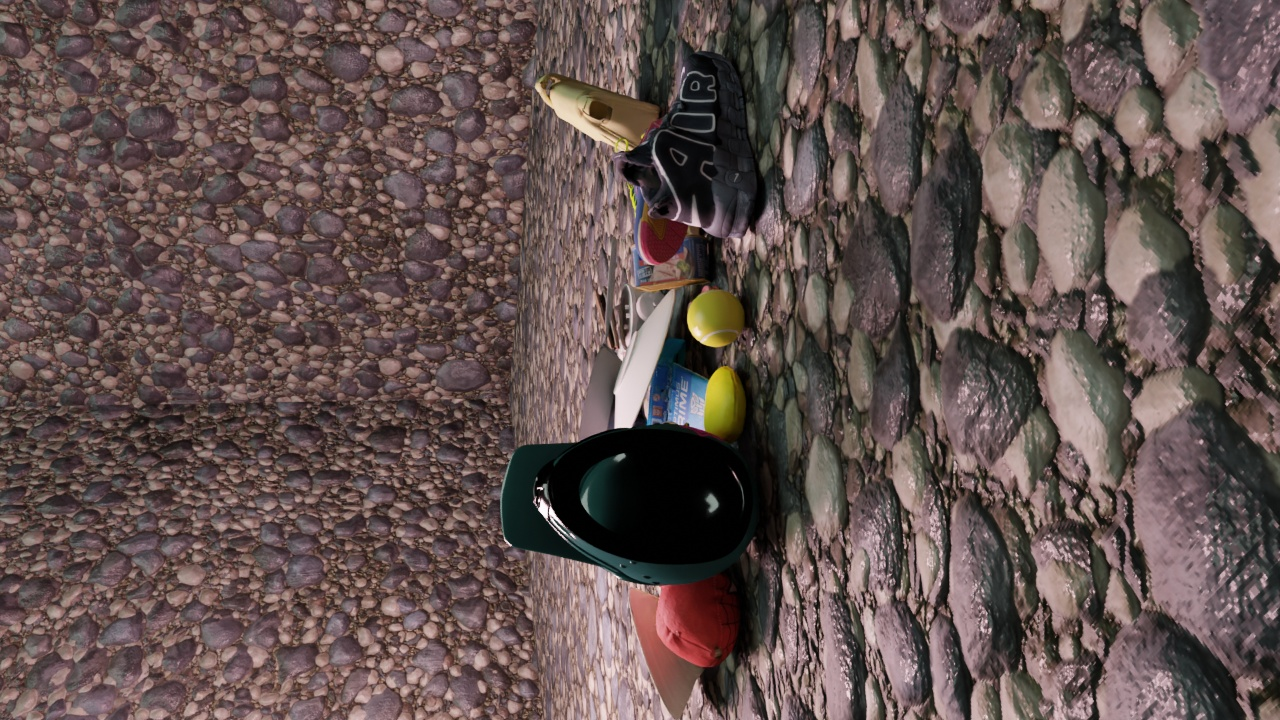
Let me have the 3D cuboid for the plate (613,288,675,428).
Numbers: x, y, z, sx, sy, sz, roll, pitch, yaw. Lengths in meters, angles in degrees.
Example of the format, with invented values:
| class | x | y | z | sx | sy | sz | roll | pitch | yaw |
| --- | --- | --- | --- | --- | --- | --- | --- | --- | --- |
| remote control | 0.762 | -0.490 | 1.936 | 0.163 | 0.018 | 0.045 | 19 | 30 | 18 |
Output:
| class | x | y | z | sx | sy | sz | roll | pitch | yaw |
| --- | --- | --- | --- | --- | --- | --- | --- | --- | --- |
| plate | -0.007 | 0.007 | 1.234 | 0.229 | 0.030 | 0.229 | -163 | 92 | -85 |

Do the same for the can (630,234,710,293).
| class | x | y | z | sx | sy | sz | roll | pitch | yaw |
| --- | --- | --- | --- | --- | --- | --- | --- | --- | --- |
| can | 0.039 | -0.123 | 1.176 | 0.054 | 0.100 | 0.059 | 7 | -102 | -64 |

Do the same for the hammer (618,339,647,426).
| class | x | y | z | sx | sy | sz | roll | pitch | yaw |
| --- | --- | --- | --- | --- | --- | --- | --- | --- | --- |
| hammer | -0.013 | 0.049 | 1.439 | 0.325 | 0.036 | 0.141 | -100 | 14 | -68 |

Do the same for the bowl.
| class | x | y | z | sx | sy | sz | roll | pitch | yaw |
| --- | --- | --- | --- | --- | --- | --- | --- | --- | --- |
| bowl | 0.042 | 0.371 | 1.196 | 0.176 | 0.058 | 0.176 | -20 | -92 | -88 |

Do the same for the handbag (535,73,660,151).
| class | x | y | z | sx | sy | sz | roll | pitch | yaw |
| --- | --- | --- | --- | --- | --- | --- | --- | --- | --- |
| handbag | -0.058 | -0.380 | 1.431 | 0.233 | 0.190 | 0.089 | 42 | 115 | 56 |

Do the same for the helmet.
| class | x | y | z | sx | sy | sz | roll | pitch | yaw |
| --- | --- | --- | --- | --- | --- | --- | --- | --- | --- |
| helmet | -0.012 | 0.155 | 1.011 | 0.200 | 0.274 | 0.176 | 133 | 143 | -73 |

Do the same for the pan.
| class | x | y | z | sx | sy | sz | roll | pitch | yaw |
| --- | --- | --- | --- | --- | --- | --- | --- | --- | --- |
| pan | -0.049 | -0.001 | 1.341 | 0.200 | 0.051 | 0.356 | -11 | -68 | -86 |

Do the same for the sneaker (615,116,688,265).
| class | x | y | z | sx | sy | sz | roll | pitch | yaw |
| --- | --- | --- | --- | --- | --- | --- | --- | --- | --- |
| sneaker | 0.017 | -0.209 | 1.148 | 0.116 | 0.091 | 0.241 | 50 | -138 | -39 |

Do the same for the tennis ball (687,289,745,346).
| class | x | y | z | sx | sy | sz | roll | pitch | yaw |
| --- | --- | --- | --- | --- | --- | --- | --- | --- | --- |
| tennis ball | 0.086 | -0.048 | 1.042 | 0.065 | 0.065 | 0.065 | 179 | 91 | -77 |

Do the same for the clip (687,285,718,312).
| class | x | y | z | sx | sy | sz | roll | pitch | yaw |
| --- | --- | --- | --- | --- | --- | --- | --- | --- | --- |
| clip | 0.085 | -0.073 | 1.156 | 0.060 | 0.044 | 0.023 | -31 | 58 | 41 |

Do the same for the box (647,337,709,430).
| class | x | y | z | sx | sy | sz | roll | pitch | yaw |
| --- | --- | --- | --- | --- | --- | --- | --- | --- | --- |
| box | 0.039 | 0.109 | 1.248 | 0.170 | 0.070 | 0.244 | -122 | 33 | -65 |

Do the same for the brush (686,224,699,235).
| class | x | y | z | sx | sy | sz | roll | pitch | yaw |
| --- | --- | --- | --- | --- | --- | --- | --- | --- | --- |
| brush | 0.053 | -0.193 | 1.234 | 0.049 | 0.039 | 0.117 | 105 | 162 | -52 |

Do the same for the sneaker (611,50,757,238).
| class | x | y | z | sx | sy | sz | roll | pitch | yaw |
| --- | --- | --- | --- | --- | --- | --- | --- | --- | --- |
| sneaker | 0.039 | -0.249 | 1.048 | 0.097 | 0.150 | 0.252 | 110 | 156 | -59 |

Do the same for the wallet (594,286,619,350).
| class | x | y | z | sx | sy | sz | roll | pitch | yaw |
| --- | --- | --- | --- | --- | --- | --- | --- | --- | --- |
| wallet | -0.051 | -0.065 | 1.466 | 0.121 | 0.027 | 0.098 | 163 | 94 | -88 |

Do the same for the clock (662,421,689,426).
| class | x | y | z | sx | sy | sz | roll | pitch | yaw |
| --- | --- | --- | --- | --- | --- | --- | --- | --- | --- |
| clock | 0.021 | 0.140 | 1.139 | 0.058 | 0.158 | 0.117 | -73 | -40 | -83 |

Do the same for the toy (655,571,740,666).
| class | x | y | z | sx | sy | sz | roll | pitch | yaw |
| --- | --- | --- | --- | --- | --- | --- | --- | --- | --- |
| toy | 0.061 | 0.276 | 1.114 | 0.216 | 0.098 | 0.148 | -105 | 11 | -61 |

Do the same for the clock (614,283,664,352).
| class | x | y | z | sx | sy | sz | roll | pitch | yaw |
| --- | --- | --- | --- | --- | --- | --- | --- | --- | --- |
| clock | 0.003 | -0.058 | 1.404 | 0.159 | 0.061 | 0.120 | -117 | 29 | -64 |

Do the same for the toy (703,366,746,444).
| class | x | y | z | sx | sy | sz | roll | pitch | yaw |
| --- | --- | --- | --- | --- | --- | --- | --- | --- | --- |
| toy | 0.096 | 0.054 | 1.061 | 0.096 | 0.041 | 0.094 | 122 | 150 | -67 |
